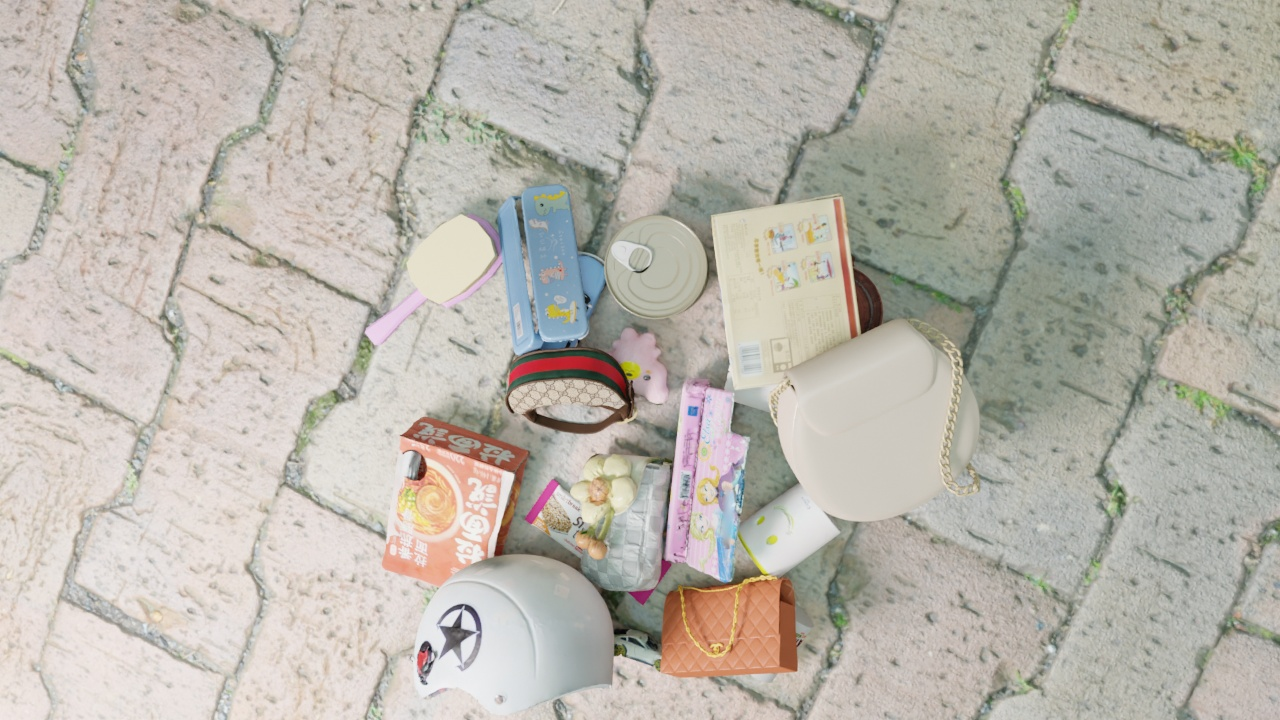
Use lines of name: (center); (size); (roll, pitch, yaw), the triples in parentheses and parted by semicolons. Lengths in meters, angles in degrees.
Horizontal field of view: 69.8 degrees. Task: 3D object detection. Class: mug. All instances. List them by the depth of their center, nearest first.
mug: (0.185, 0.213, 1.151); (0.106, 0.082, 0.082); (-37, 87, 8)
mug: (0.153, 0.341, 1.173); (0.105, 0.073, 0.089); (39, 98, 31)

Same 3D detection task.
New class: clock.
clock: (0.227, -0.072, 1.134); (0.121, 0.072, 0.157); (-32, 89, 9)

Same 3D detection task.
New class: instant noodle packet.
instant noodle packet: (-0.257, 0.208, 1.237); (0.164, 0.083, 0.221); (17, 107, 6)

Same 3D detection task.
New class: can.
can: (0.023, -0.116, 1.161); (0.128, 0.073, 0.128); (0, 93, 8)

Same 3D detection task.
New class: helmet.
helmet: (-0.159, 0.322, 1.136); (0.265, 0.236, 0.163); (-1, 83, 44)

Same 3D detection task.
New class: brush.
brush: (-0.283, -0.100, 1.222); (0.229, 0.043, 0.089); (-40, 87, 8)

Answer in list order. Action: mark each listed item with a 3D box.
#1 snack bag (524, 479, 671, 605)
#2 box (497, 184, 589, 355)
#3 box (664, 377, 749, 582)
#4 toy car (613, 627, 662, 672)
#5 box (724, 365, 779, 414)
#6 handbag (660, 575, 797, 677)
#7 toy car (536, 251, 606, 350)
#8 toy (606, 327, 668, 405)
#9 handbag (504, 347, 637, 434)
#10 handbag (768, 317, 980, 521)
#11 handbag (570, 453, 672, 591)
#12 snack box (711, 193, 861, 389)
snack bag: (-0.058, 0.241, 1.221); (0.196, 0.016, 0.070); (35, 96, 5)
box: (-0.132, -0.117, 1.158); (0.121, 0.049, 0.209); (-17, 74, 28)
box: (0.070, 0.143, 1.129); (0.066, 0.159, 0.230); (4, 96, -19)
toy car: (0.002, 0.377, 1.204); (0.105, 0.048, 0.033); (18, 91, 7)
box: (0.152, -0.010, 1.146); (0.137, 0.083, 0.144); (14, 102, 8)
handbag: (0.104, 0.328, 1.134); (0.172, 0.060, 0.108); (-17, 57, 35)
toy car: (-0.092, -0.067, 1.190); (0.056, 0.054, 0.153); (26, 96, 6)
toy: (-0.007, 0.007, 1.183); (0.102, 0.050, 0.093); (14, 104, 7)
handbag: (-0.085, 0.046, 1.167); (0.167, 0.138, 0.063); (-5, 53, 13)
handbag: (0.264, 0.075, 1.017); (0.211, 0.103, 0.209); (-25, 113, 2)
handbag: (-0.030, 0.203, 1.148); (0.113, 0.123, 0.171); (0, 83, 35)
snack box: (0.171, -0.078, 1.074); (0.153, 0.055, 0.207); (-8, 92, 7)
